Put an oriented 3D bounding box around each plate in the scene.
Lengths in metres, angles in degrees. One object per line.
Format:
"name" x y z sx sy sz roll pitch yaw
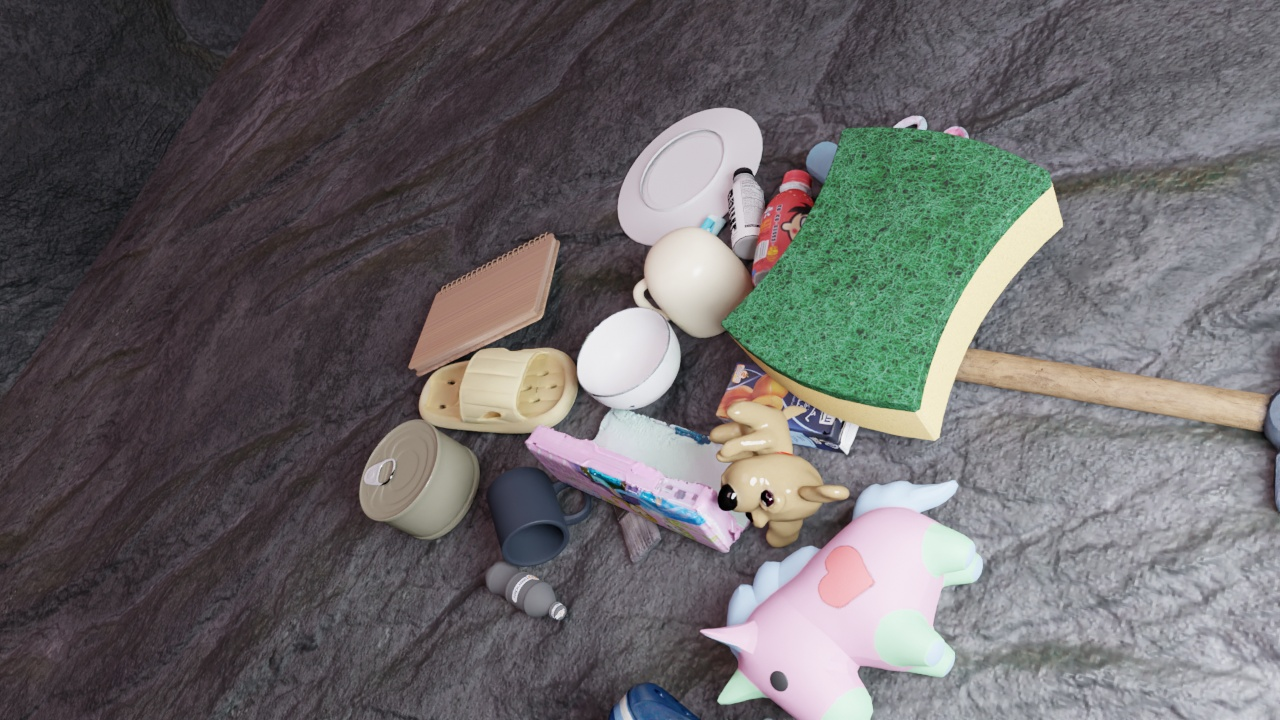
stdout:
"plate" 0.055 -0.233 1.136 0.209 0.015 0.208 -21 50 27

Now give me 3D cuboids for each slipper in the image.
"slipper" -0.189 0.027 1.113 0.262 0.079 0.111 -5 55 38
"slipper" 0.089 0.313 0.668 0.253 0.105 0.095 30 90 37

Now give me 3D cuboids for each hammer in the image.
"hammer" 0.347 0.020 0.712 0.322 0.040 0.129 12 74 44

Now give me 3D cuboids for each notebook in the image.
"notebook" -0.204 -0.078 1.212 0.211 0.022 0.168 -23 37 26

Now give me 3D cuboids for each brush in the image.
"brush" 0.213 -0.073 0.791 0.195 0.075 0.250 26 81 40
"brush" -0.013 0.137 0.939 0.039 0.012 0.151 -36 44 14

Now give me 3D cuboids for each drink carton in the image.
"drink carton" 0.141 0.042 0.858 0.130 0.040 0.064 8 68 42

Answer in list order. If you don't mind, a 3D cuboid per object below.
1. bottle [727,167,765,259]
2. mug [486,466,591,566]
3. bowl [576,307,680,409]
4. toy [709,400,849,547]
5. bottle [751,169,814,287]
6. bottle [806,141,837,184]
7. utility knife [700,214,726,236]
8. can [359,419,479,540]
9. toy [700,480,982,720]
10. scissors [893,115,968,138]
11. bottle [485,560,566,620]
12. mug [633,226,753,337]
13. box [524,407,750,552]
"bottle" 0.118 -0.168 1.020 0.041 0.041 0.115 -22 50 27
"mug" -0.103 0.158 0.966 0.105 0.071 0.077 -20 45 -7
"bowl" -0.006 0.006 0.983 0.114 0.063 0.113 -19 48 22
"toy" 0.109 0.090 0.774 0.134 0.105 0.108 116 143 -58
"bottle" 0.155 -0.136 0.954 0.062 0.062 0.137 -6 59 36
"bottle" 0.217 -0.181 0.933 0.040 0.040 0.130 -43 43 7
"utility knife" 0.056 -0.114 1.054 0.022 0.015 0.124 33 86 5
"can" -0.262 0.143 1.093 0.128 0.073 0.127 -21 50 27
"toy" 0.157 0.181 0.707 0.171 0.120 0.221 13 71 33
"scissors" 0.248 -0.181 0.947 0.179 0.016 0.105 -47 43 8
"bottle" -0.116 0.237 0.936 0.110 0.036 0.036 15 72 44
"mug" 0.046 -0.084 0.979 0.120 0.099 0.096 -25 49 24
"box" 0.008 0.092 0.889 0.231 0.086 0.105 16 65 40
